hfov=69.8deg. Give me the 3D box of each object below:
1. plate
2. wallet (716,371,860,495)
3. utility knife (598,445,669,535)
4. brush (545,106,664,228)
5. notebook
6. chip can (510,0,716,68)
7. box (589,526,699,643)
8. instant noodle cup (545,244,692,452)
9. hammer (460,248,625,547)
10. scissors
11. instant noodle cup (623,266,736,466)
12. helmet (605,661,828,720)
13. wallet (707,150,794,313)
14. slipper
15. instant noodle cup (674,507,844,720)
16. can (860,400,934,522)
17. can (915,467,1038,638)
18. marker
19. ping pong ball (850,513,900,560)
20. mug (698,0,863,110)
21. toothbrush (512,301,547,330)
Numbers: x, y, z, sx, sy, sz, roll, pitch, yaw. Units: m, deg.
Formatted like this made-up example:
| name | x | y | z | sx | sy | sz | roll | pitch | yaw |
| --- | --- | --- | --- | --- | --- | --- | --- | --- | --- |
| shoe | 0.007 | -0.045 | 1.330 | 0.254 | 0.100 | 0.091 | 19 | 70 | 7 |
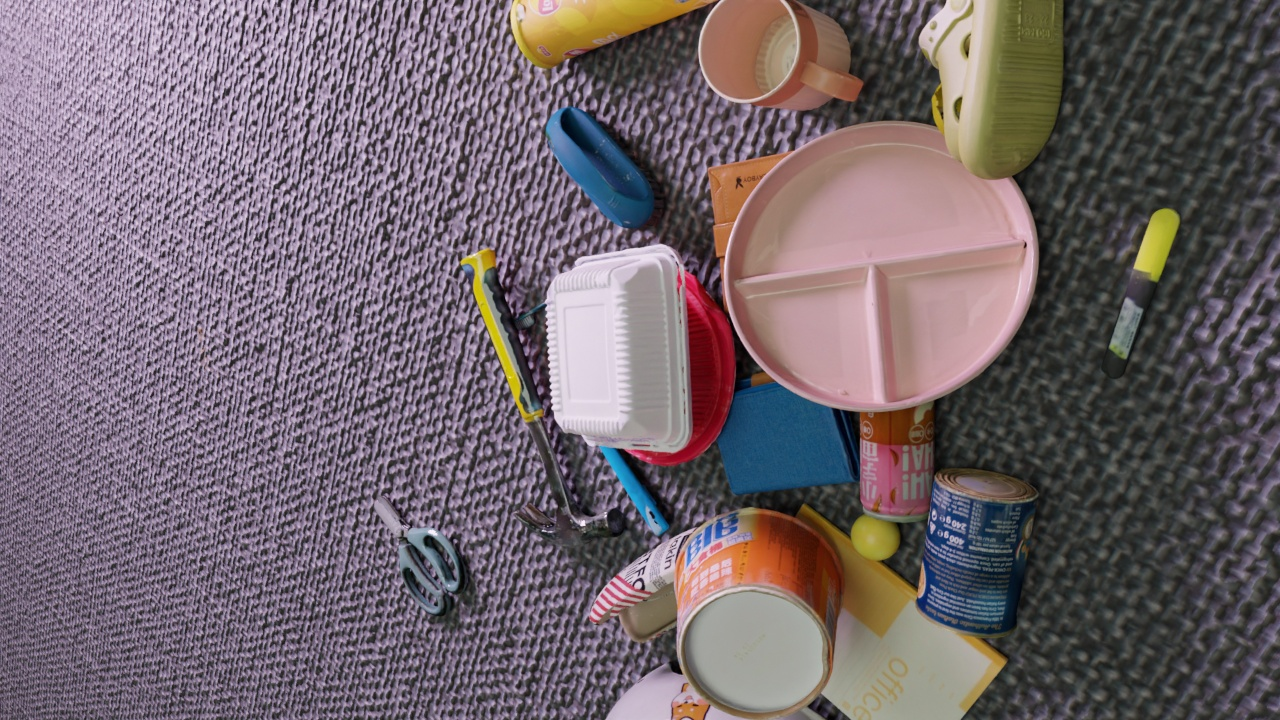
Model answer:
| name | x | y | z | sx | sy | sz | roll | pitch | yaw |
| --- | --- | --- | --- | --- | --- | --- | --- | --- | --- |
| plate | 0.178 | -0.072 | 0.698 | 0.230 | 0.028 | 0.229 | -5 | 76 | 21 |
| wallet | 0.123 | 0.061 | 0.801 | 0.133 | 0.040 | 0.106 | -16 | 90 | 43 |
| utility knife | -0.020 | 0.105 | 0.917 | 0.018 | 0.034 | 0.159 | -34 | 75 | -3 |
| brush | -0.041 | -0.180 | 0.852 | 0.055 | 0.073 | 0.144 | -47 | 71 | 26 |
| notebook | 0.192 | 0.242 | 0.805 | 0.206 | 0.010 | 0.146 | 38 | 117 | 24 |
| chip can | -0.014 | -0.323 | 0.809 | 0.214 | 0.071 | 0.072 | -8 | 94 | 35 |
| box | 0.030 | 0.222 | 0.888 | 0.087 | 0.076 | 0.163 | 42 | 120 | -11 |
| instant noodle cup | -0.026 | -0.007 | 0.779 | 0.138 | 0.060 | 0.173 | -1 | 94 | 45 |
| hammer | -0.121 | 0.042 | 0.963 | 0.126 | 0.031 | 0.323 | -19 | 92 | 36 |
| scissors | -0.266 | 0.219 | 1.117 | 0.130 | 0.019 | 0.185 | -33 | 81 | 34 |
| instant noodle cup | -0.005 | 0.005 | 0.847 | 0.194 | 0.065 | 0.194 | 4 | 95 | 45 |
| helmet | 0.060 | 0.411 | 0.839 | 0.275 | 0.156 | 0.230 | 7 | 103 | 34 |
| wallet | 0.113 | -0.109 | 0.785 | 0.108 | 0.031 | 0.132 | -3 | 96 | 34 |
| slipper | 0.246 | -0.224 | 0.647 | 0.082 | 0.091 | 0.190 | 18 | 109 | 57 |
| instant noodle cup | 0.096 | 0.213 | 0.759 | 0.151 | 0.111 | 0.151 | 2 | 106 | 8 |
| can | 0.205 | 0.051 | 0.731 | 0.058 | 0.057 | 0.147 | 3 | 100 | 35 |
| can | 0.256 | 0.144 | 0.702 | 0.075 | 0.075 | 0.111 | 12 | 105 | 33 |
| marker | 0.348 | -0.045 | 0.641 | 0.018 | 0.015 | 0.124 | 22 | 113 | 31 |
| ping pong ball | 0.196 | 0.147 | 0.765 | 0.040 | 0.040 | 0.040 | 7 | 102 | 34 |
| mug | 0.119 | -0.231 | 0.710 | 0.114 | 0.105 | 0.082 | 34 | 116 | 25 |
| toothbrush | -0.064 | -0.068 | 0.925 | 0.192 | 0.016 | 0.018 | -24 | 94 | 36 |
